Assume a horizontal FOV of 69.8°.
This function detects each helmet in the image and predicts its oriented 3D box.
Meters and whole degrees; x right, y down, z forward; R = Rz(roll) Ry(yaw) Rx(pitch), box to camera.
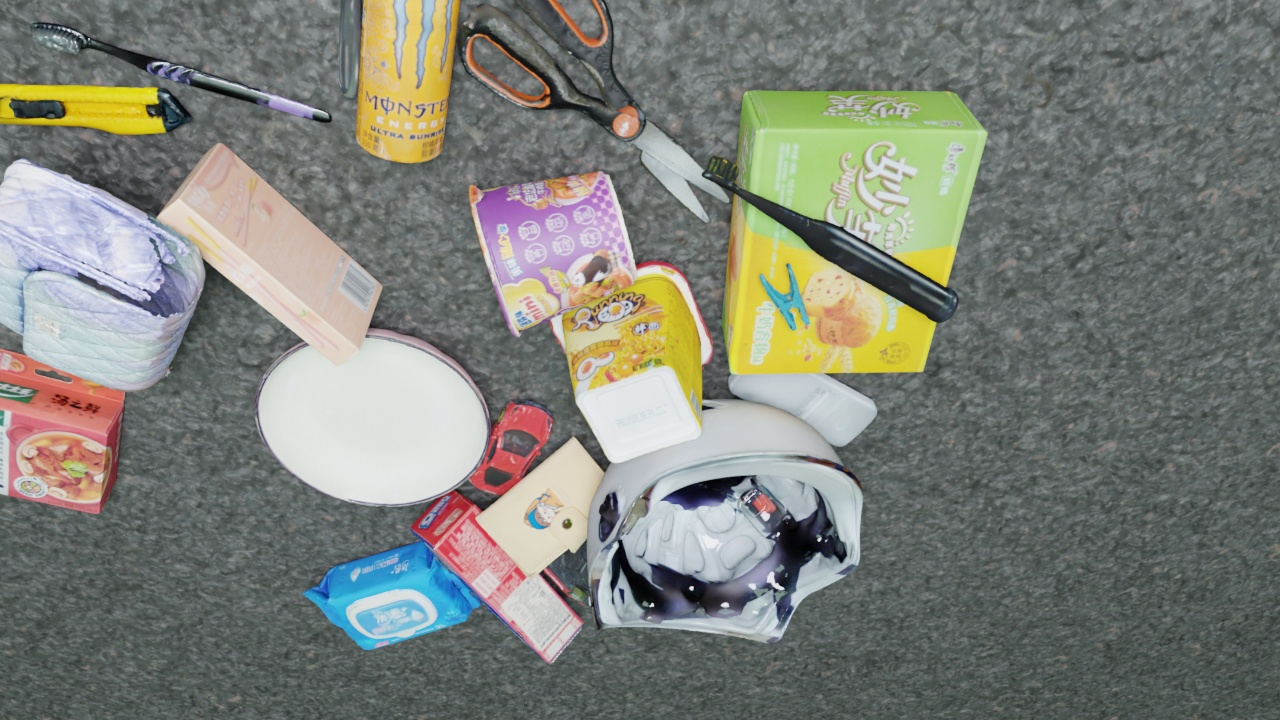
[{"bbox_3d":[0.063,0.121,0.789,0.229,0.145,0.259,6,129,-17],"label":"helmet"}]

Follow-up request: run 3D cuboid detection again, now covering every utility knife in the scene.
[{"bbox_3d":[-0.411,-0.169,0.617,0.207,0.015,0.033,0,125,-4],"label":"utility knife"}]

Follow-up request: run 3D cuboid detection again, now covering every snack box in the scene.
[{"bbox_3d":[-0.503,0.061,0.771,0.113,0.044,0.127,17,124,-16],"label":"snack box"},{"bbox_3d":[-0.136,0.213,0.893,0.058,0.057,0.207,-47,126,-19],"label":"snack box"},{"bbox_3d":[-0.258,-0.075,0.658,0.026,0.084,0.157,-31,123,22],"label":"snack box"},{"bbox_3d":[0.147,-0.089,0.682,0.157,0.070,0.210,0,128,-3],"label":"snack box"}]

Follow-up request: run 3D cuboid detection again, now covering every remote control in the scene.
[{"bbox_3d":[0.143,0.031,0.806,0.136,0.020,0.056,26,121,-21],"label":"remote control"}]

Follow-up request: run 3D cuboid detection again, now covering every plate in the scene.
[{"bbox_3d":[-0.223,0.045,0.780,0.192,0.039,0.193,-2,128,-2],"label":"plate"}]

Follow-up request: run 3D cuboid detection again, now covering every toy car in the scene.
[{"bbox_3d":[-0.116,0.079,0.820,0.049,0.031,0.106,22,121,-21],"label":"toy car"},{"bbox_3d":[-0.075,0.191,0.894,0.045,0.052,0.120,7,141,39],"label":"toy car"}]

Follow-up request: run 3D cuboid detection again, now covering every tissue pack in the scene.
[{"bbox_3d":[-0.249,0.239,0.920,0.157,0.052,0.095,-18,126,10],"label":"tissue pack"}]

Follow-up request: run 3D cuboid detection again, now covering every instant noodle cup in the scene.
[{"bbox_3d":[-0.059,-0.082,0.656,0.099,0.111,0.112,-15,127,-1],"label":"instant noodle cup"},{"bbox_3d":[-0.004,0.004,0.710,0.116,0.123,0.116,-19,127,10],"label":"instant noodle cup"}]

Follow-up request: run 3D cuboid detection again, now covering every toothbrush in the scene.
[{"bbox_3d":[0.132,-0.082,0.627,0.212,0.026,0.027,26,87,-20],"label":"toothbrush"},{"bbox_3d":[-0.302,-0.189,0.610,0.189,0.016,0.014,14,125,-16],"label":"toothbrush"},{"bbox_3d":[-0.181,-0.249,0.572,0.015,0.018,0.181,6,128,-12],"label":"toothbrush"}]

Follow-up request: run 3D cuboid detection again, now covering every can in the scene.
[{"bbox_3d":[-0.147,-0.202,0.583,0.058,0.058,0.146,9,127,-11],"label":"can"}]

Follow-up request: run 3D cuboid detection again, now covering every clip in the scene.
[{"bbox_3d":[0.106,-0.044,0.662,0.040,0.014,0.056,-21,124,15],"label":"clip"}]

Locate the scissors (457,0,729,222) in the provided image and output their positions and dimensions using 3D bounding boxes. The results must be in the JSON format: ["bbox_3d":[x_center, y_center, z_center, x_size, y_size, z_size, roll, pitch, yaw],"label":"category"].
[{"bbox_3d":[-0.011,-0.183,0.630,0.233,0.021,0.163,16,124,-15],"label":"scissors"}]

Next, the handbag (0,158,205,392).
[{"bbox_3d":[-0.380,-0.046,0.629,0.134,0.075,0.194,30,151,-21],"label":"handbag"}]

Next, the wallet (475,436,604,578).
[{"bbox_3d":[-0.078,0.137,0.833,0.115,0.024,0.087,-40,110,-8],"label":"wallet"}]
